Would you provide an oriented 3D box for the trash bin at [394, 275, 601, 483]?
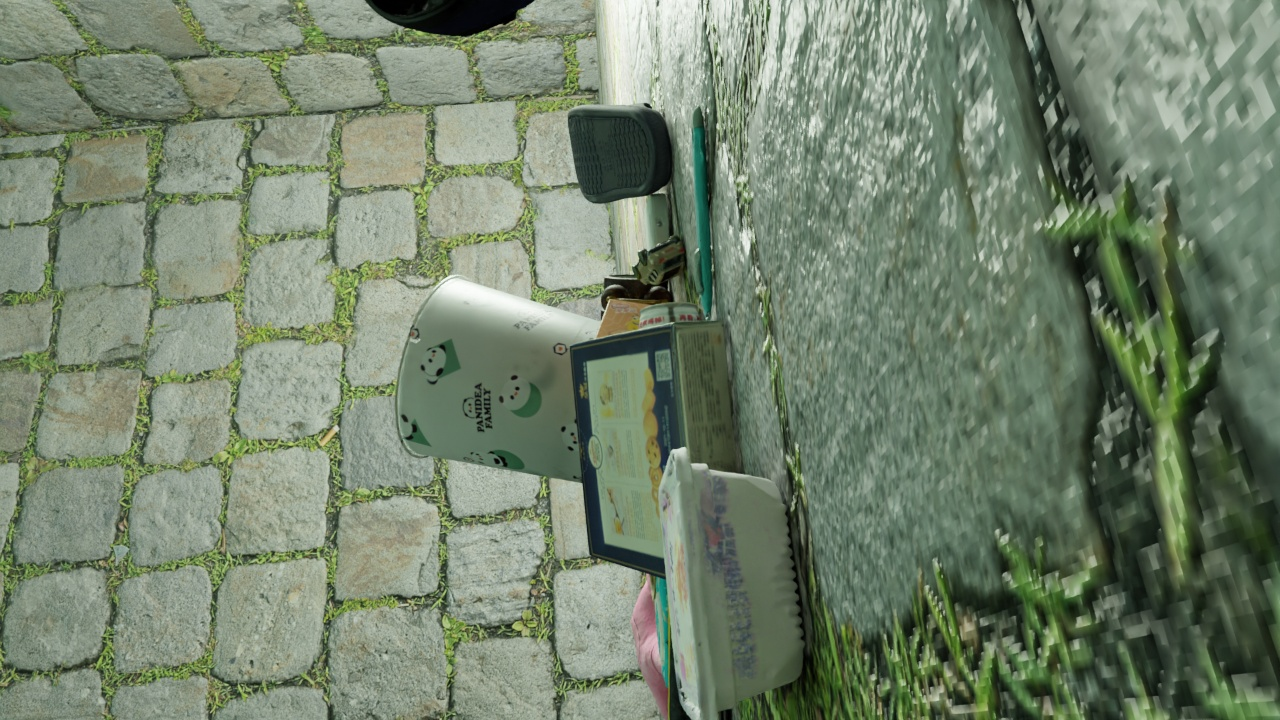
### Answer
[{"bbox_3d":[-0.126,0.034,1.097,0.229,0.252,0.229,13,-91,-77],"label":"trash bin"}]

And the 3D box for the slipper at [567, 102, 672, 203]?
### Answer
[{"bbox_3d":[-0.009,-0.230,1.009,0.268,0.083,0.111,-151,52,-65],"label":"slipper"}]

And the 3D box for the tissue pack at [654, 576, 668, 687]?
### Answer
[{"bbox_3d":[0.043,0.287,0.996,0.134,0.050,0.093,88,177,-45],"label":"tissue pack"}]

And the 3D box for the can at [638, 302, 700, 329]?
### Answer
[{"bbox_3d":[0.029,0.021,0.762,0.053,0.053,0.132,102,163,-82],"label":"can"}]

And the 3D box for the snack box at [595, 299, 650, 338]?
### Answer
[{"bbox_3d":[-0.006,0.005,0.929,0.094,0.077,0.093,-74,-10,-49],"label":"snack box"}]

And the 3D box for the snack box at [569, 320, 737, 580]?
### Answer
[{"bbox_3d":[0.007,0.068,0.694,0.183,0.045,0.178,-7,88,63],"label":"snack box"}]

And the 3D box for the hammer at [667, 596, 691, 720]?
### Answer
[{"bbox_3d":[0.039,0.217,0.901,0.126,0.032,0.322,88,-178,-74],"label":"hammer"}]

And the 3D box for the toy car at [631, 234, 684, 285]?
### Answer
[{"bbox_3d":[0.019,-0.093,0.890,0.090,0.042,0.035,138,109,-80],"label":"toy car"}]

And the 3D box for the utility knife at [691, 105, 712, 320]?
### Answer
[{"bbox_3d":[0.046,-0.071,0.670,0.029,0.013,0.223,-105,10,-76],"label":"utility knife"}]

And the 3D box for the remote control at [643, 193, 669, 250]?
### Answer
[{"bbox_3d":[0.018,-0.150,1.025,0.150,0.021,0.058,-128,33,-86],"label":"remote control"}]

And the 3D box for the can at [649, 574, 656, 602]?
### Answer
[{"bbox_3d":[0.036,0.235,1.070,0.148,0.049,0.074,89,175,-58],"label":"can"}]

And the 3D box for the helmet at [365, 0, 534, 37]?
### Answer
[{"bbox_3d":[-0.101,-0.413,0.716,0.239,0.248,0.316,-17,-67,-52],"label":"helmet"}]

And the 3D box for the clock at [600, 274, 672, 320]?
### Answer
[{"bbox_3d":[-0.005,-0.069,1.051,0.122,0.082,0.055,-96,8,-81],"label":"clock"}]

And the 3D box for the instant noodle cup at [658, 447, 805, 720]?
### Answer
[{"bbox_3d":[0.047,0.126,0.513,0.173,0.060,0.138,90,175,-74],"label":"instant noodle cup"}]

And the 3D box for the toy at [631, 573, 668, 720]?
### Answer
[{"bbox_3d":[0.029,0.375,1.204,0.179,0.074,0.194,88,175,-55],"label":"toy"}]

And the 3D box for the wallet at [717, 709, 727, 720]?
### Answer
[{"bbox_3d":[0.069,0.315,0.847,0.096,0.020,0.122,-114,19,-70],"label":"wallet"}]
